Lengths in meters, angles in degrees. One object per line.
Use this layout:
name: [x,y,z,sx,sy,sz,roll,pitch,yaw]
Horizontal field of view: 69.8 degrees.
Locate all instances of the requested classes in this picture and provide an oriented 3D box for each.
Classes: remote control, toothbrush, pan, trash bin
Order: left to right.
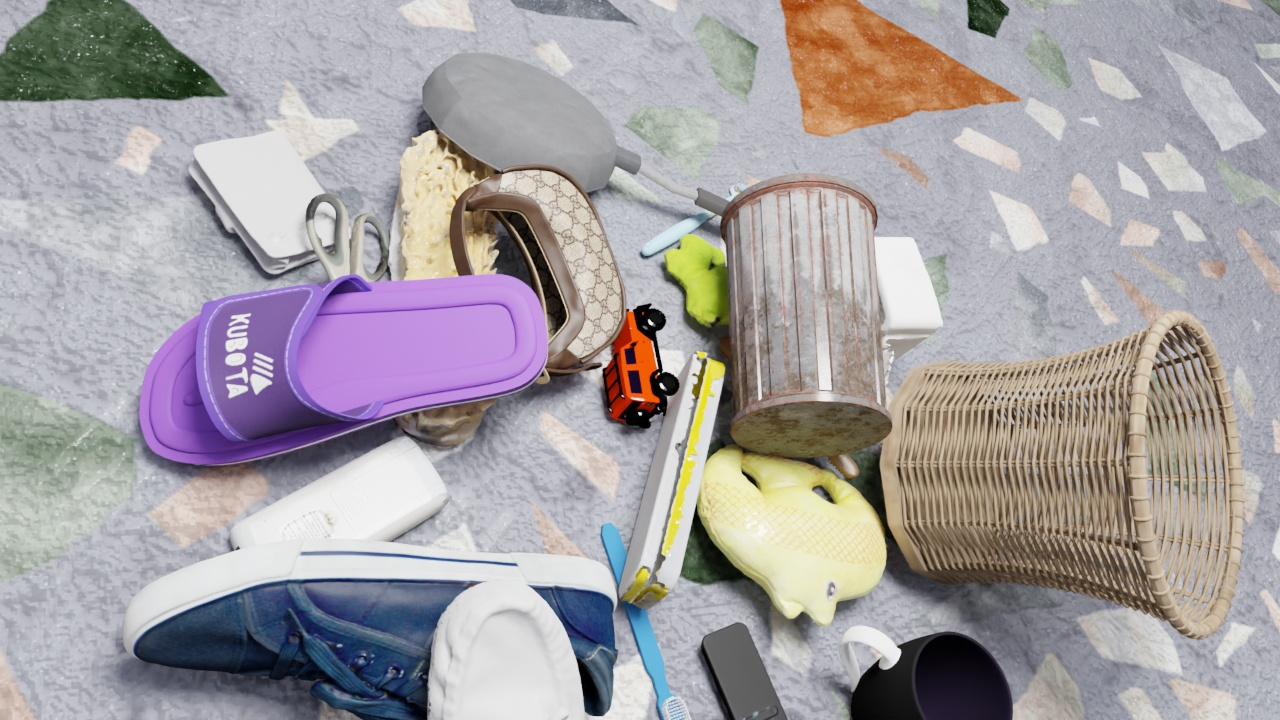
remote control: [-0.199,0.104,0.616,0.138,0.026,0.060,-30,77,-32]
pan: [-0.017,-0.183,0.818,0.357,0.041,0.178,21,33,-16]
toothbrush: [0.003,0.194,0.660,0.016,0.014,0.166,-9,65,-28]
toothbrush: [0.053,-0.134,0.871,0.022,0.016,0.154,23,45,35]
remote control: [0.086,0.265,0.653,0.041,0.020,0.151,-12,69,-30]
toothbrush: [0.126,0.040,0.792,0.016,0.016,0.167,-38,72,-15]
trash bin: [0.131,-0.041,0.742,0.130,0.131,0.210,10,64,-18]

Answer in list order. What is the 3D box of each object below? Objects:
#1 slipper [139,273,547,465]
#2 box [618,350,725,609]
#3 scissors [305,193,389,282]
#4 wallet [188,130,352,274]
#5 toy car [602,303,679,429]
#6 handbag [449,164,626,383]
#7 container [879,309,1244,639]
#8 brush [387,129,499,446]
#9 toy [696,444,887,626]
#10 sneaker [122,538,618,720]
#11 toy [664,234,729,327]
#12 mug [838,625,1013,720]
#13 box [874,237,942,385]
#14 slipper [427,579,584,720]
slipper: [-0.192,-0.005,0.583,0.266,0.084,0.107,-10,81,-6]
box: [0.026,0.086,0.696,0.033,0.064,0.208,23,52,-6]
scissors: [-0.225,-0.049,0.679,0.132,0.013,0.169,55,36,-34]
wallet: [-0.283,-0.121,0.708,0.086,0.032,0.116,-25,75,-44]
toy car: [-0.004,0.004,0.743,0.048,0.051,0.100,3,61,-25]
handbag: [-0.080,-0.063,0.702,0.138,0.063,0.166,-27,99,-48]
container: [0.323,0.085,0.710,0.226,0.197,0.226,6,81,-43]
brush: [-0.153,-0.063,0.713,0.083,0.057,0.270,8,59,-21]
toy: [0.123,0.134,0.720,0.170,0.065,0.154,17,41,-18]
sneaker: [-0.147,0.187,0.545,0.294,0.121,0.127,8,46,-23]
toy: [0.061,-0.071,0.826,0.093,0.036,0.094,35,47,5]
mug: [0.188,0.238,0.663,0.119,0.100,0.084,39,54,1]
box: [0.208,-0.015,0.817,0.083,0.111,0.190,13,61,-15]
slipper: [-0.065,0.245,0.508,0.112,0.075,0.247,-9,91,-43]
